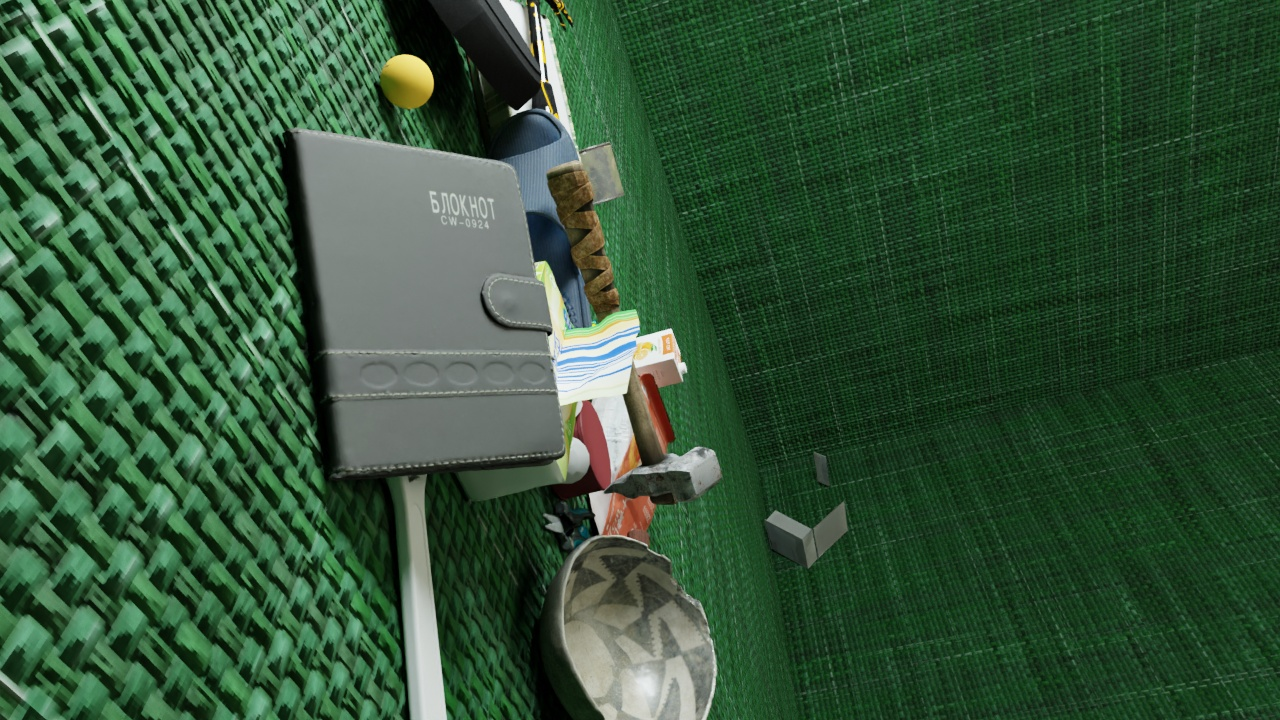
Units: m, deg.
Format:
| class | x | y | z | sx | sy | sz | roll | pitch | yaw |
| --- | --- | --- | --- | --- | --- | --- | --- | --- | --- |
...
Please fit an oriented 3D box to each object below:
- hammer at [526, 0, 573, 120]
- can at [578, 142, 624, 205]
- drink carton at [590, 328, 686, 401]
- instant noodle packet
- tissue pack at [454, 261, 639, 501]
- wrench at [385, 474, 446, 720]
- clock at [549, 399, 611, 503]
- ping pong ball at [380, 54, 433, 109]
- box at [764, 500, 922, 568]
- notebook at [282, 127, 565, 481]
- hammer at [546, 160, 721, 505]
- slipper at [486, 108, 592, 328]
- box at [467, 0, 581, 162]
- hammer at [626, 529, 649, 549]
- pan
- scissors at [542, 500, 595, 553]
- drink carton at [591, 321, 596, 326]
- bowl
| class | x | y | z | sx | sy | sz | roll | pitch | yaw |
| --- | --- | --- | --- | --- | --- | --- | --- | --- | --- |
| hammer | -0.102 | -0.288 | 0.969 | 0.123 | 0.036 | 0.320 | 21 | 55 | -52 |
| can | -0.073 | -0.243 | 1.226 | 0.089 | 0.090 | 0.074 | -68 | 143 | -74 |
| drink carton | -0.007 | 0.007 | 1.136 | 0.058 | 0.122 | 0.040 | -93 | 165 | -50 |
| instant noodle packet | -0.014 | 0.149 | 1.074 | 0.164 | 0.084 | 0.220 | 70 | 19 | -53 |
| tissue pack | -0.070 | 0.003 | 0.714 | 0.197 | 0.141 | 0.120 | -91 | 164 | -54 |
| wrench | -0.131 | 0.139 | 0.540 | 0.066 | 0.018 | 0.273 | 50 | 28 | -69 |
| clock | -0.067 | 0.083 | 0.895 | 0.137 | 0.048 | 0.096 | 58 | 20 | -61 |
| ping pong ball | -0.180 | -0.215 | 0.709 | 0.040 | 0.040 | 0.040 | -14 | 89 | -80 |
| box | 0.692 | 0.593 | 3.131 | 0.172 | 0.513 | 0.167 | -88 | 165 | -49 |
| notebook | -0.125 | -0.034 | 0.565 | 0.169 | 0.030 | 0.209 | 0 | 75 | -44 |
| hammer | -0.023 | -0.018 | 0.818 | 0.048 | 0.122 | 0.319 | -27 | 104 | -45 |
| slipper | -0.105 | -0.109 | 0.855 | 0.082 | 0.101 | 0.263 | 3 | 78 | -72 |
| box | -0.132 | -0.296 | 1.001 | 0.117 | 0.050 | 0.205 | -1 | 74 | -56 |
| hammer | 0.001 | 0.316 | 0.934 | 0.111 | 0.028 | 0.300 | 64 | 20 | -53 |
| pan | -0.184 | -0.351 | 0.775 | 0.204 | 0.044 | 0.355 | 62 | 9 | 26 |
| scissors | -0.063 | 0.167 | 0.889 | 0.126 | 0.019 | 0.144 | -88 | 159 | -58 |
| drink carton | -0.068 | -0.004 | 1.052 | 0.128 | 0.039 | 0.044 | -80 | 154 | -67 |
| bowl | -0.024 | 0.241 | 0.762 | 0.178 | 0.081 | 0.178 | 35 | 36 | -31 |
